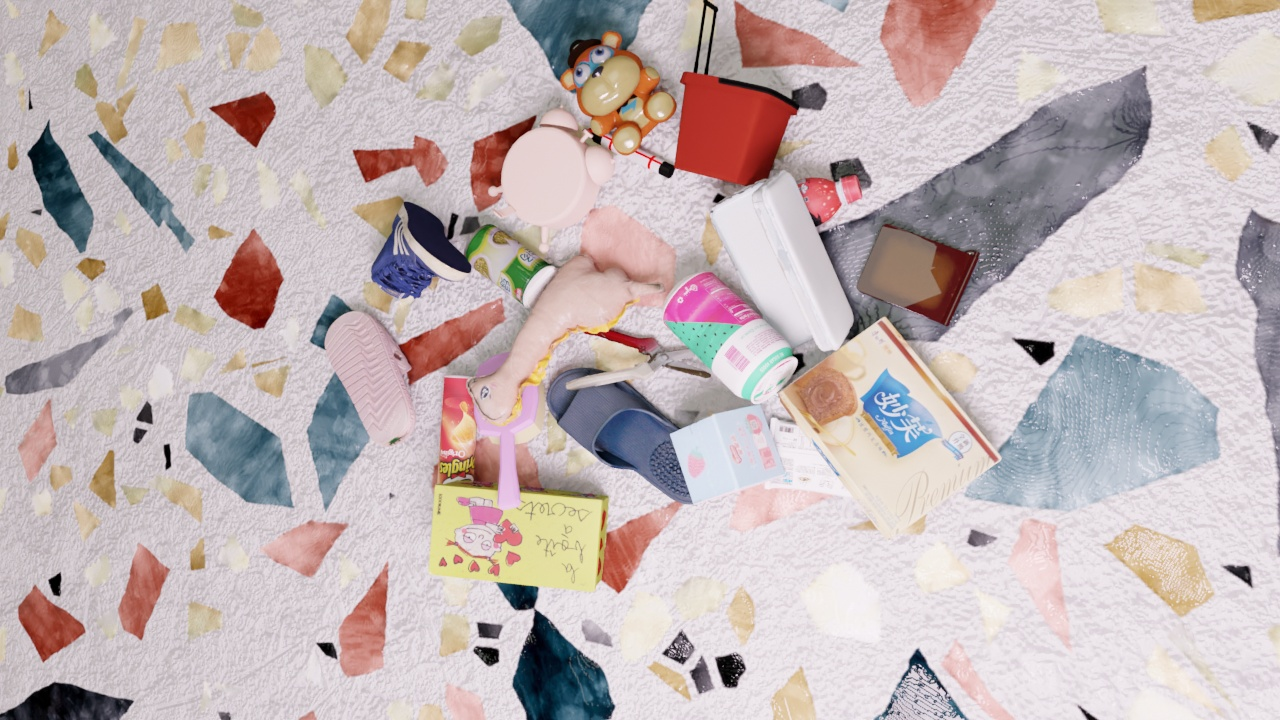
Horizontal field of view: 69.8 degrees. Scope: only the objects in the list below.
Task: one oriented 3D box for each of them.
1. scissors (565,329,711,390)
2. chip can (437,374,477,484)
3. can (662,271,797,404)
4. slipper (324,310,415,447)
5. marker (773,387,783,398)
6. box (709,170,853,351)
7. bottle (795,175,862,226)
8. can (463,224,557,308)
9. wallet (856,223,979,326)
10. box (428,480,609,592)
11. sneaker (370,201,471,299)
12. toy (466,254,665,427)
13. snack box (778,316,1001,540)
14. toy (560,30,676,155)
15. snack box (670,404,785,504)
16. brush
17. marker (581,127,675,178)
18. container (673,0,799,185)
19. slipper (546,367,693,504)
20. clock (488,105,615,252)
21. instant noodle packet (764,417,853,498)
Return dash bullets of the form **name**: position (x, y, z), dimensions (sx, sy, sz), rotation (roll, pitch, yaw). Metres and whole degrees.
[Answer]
- **scissors**: position (-0.011, -0.001, 1.185), dimensions (0.179, 0.015, 0.196), rotation (-36, 52, -17)
- **chip can**: position (-0.255, 0.128, 1.278), dimensions (0.052, 0.051, 0.214), rotation (3, 88, 22)
- **can**: position (0.106, -0.029, 1.114), dimensions (0.088, 0.088, 0.166), rotation (-50, 65, 12)
- **slipper**: position (-0.377, 0.025, 1.327), dimensions (0.094, 0.064, 0.239), rotation (-40, 61, 11)
- **marker**: position (0.157, 0.031, 1.138), dimensions (0.146, 0.017, 0.017), rotation (31, 98, 21)
- **box**: position (0.167, -0.103, 1.058), dimensions (0.130, 0.105, 0.211), rotation (-27, 101, 24)
- **bottle**: position (0.197, -0.188, 1.110), dimensions (0.138, 0.062, 0.062), rotation (-15, 82, 21)
- **can**: position (-0.176, -0.129, 1.252), dimensions (0.121, 0.067, 0.067), rotation (36, 100, 20)
- **wallet**: position (0.325, -0.103, 1.081), dimensions (0.116, 0.018, 0.091), rotation (24, 96, 17)
- **box**: position (-0.155, 0.225, 1.193), dimensions (0.221, 0.083, 0.124), rotation (7, 89, 10)
- **sneaker**: position (-0.313, -0.123, 1.256), dimensions (0.118, 0.091, 0.233), rotation (-57, 37, 13)
- **toy**: position (-0.104, -0.022, 1.182), dimensions (0.196, 0.065, 0.263), rotation (18, 69, 33)
- **snack box**: position (0.279, 0.076, 1.049), dimensions (0.153, 0.055, 0.207), rotation (-36, 74, 2)
- **toy**: position (-0.033, -0.352, 1.200), dimensions (0.112, 0.096, 0.176), rotation (-43, 62, 11)
- **snack box**: position (0.104, 0.113, 1.103), dimensions (0.080, 0.094, 0.093), rotation (-28, 77, 43)
- **brush**: position (-0.169, 0.094, 1.201), dimensions (0.089, 0.043, 0.228), rotation (-13, 57, 9)
- **marker**: position (-0.019, -0.280, 1.223), dimensions (0.146, 0.019, 0.019), rotation (30, 98, 20)
- **container**: position (0.117, -0.318, 1.103), dimensions (0.127, 0.147, 0.201), rotation (18, 103, 22)
- **slipper**: position (-0.019, 0.092, 1.171), dimensions (0.264, 0.082, 0.101), rotation (33, 97, 20)
- **clock**: position (-0.124, -0.247, 1.229), dimensions (0.161, 0.086, 0.131), rotation (-45, 73, 12)
- **instant noodle packet**: position (0.219, 0.119, 1.104), dimensions (0.134, 0.026, 0.087), rotation (5, 89, 22)
